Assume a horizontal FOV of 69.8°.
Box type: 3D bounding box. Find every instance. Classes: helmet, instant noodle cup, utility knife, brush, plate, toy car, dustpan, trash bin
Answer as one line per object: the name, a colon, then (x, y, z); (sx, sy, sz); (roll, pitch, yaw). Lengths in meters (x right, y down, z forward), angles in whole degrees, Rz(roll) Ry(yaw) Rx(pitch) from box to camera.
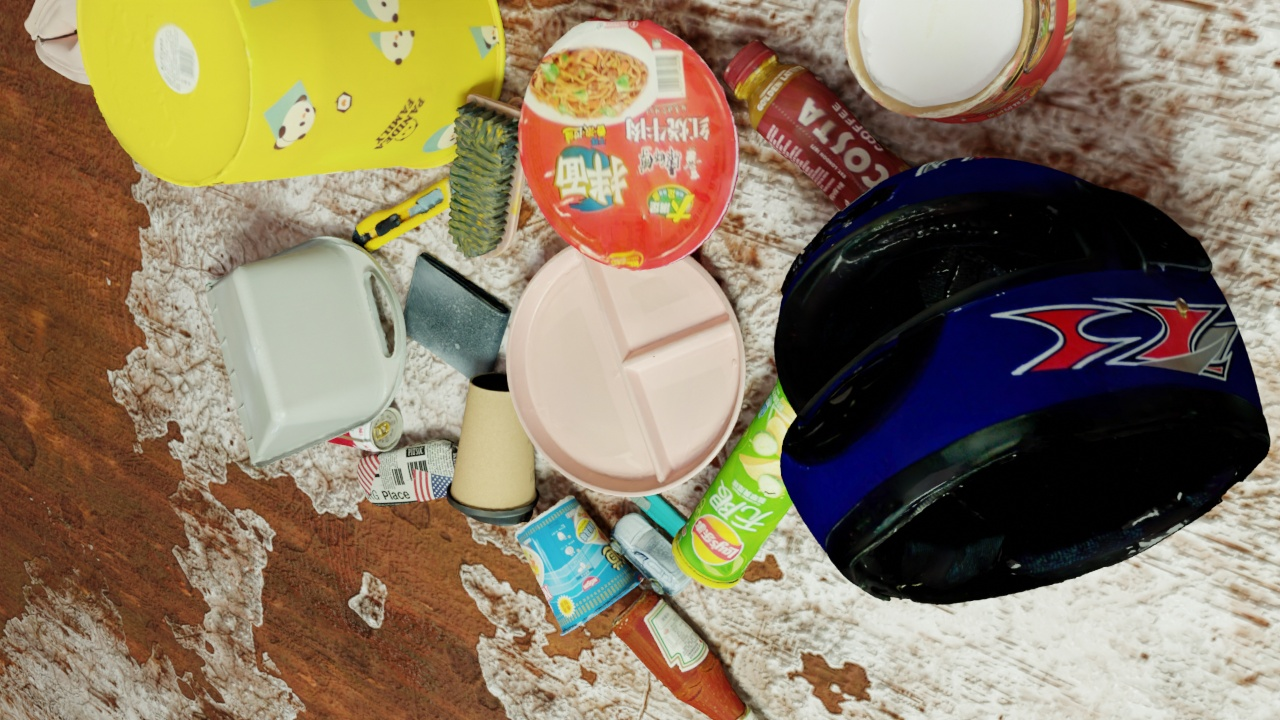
helmet: (0.196, -0.002, 0.548); (0.248, 0.314, 0.240); (-49, 48, 35)
instant noodle cup: (-0.001, -0.173, 0.734); (0.194, 0.065, 0.194); (12, 116, 26)
utility knife: (-0.231, -0.146, 0.906); (0.172, 0.015, 0.033); (-20, 102, 34)
instant noodle cup: (0.194, -0.212, 0.580); (0.138, 0.108, 0.138); (12, 115, 26)
utility knife: (0.000, 0.131, 0.886); (0.218, 0.013, 0.029); (42, 125, 9)
brush: (-0.129, -0.157, 0.810); (0.063, 0.072, 0.146); (22, 124, 15)
plate: (-0.015, 0.004, 0.804); (0.230, 0.028, 0.229); (2, 96, 24)
toy car: (0.012, 0.184, 0.878); (0.090, 0.042, 0.034); (43, 151, 10)
dustpan: (-0.358, -0.016, 0.993); (0.258, 0.142, 0.222); (-19, 86, 59)
trash bin: (-0.277, -0.253, 0.745); (0.230, 0.254, 0.230); (11, 114, 26)
instant noodle cup: (-0.066, 0.198, 0.910); (0.099, 0.099, 0.110); (-41, 79, 35)

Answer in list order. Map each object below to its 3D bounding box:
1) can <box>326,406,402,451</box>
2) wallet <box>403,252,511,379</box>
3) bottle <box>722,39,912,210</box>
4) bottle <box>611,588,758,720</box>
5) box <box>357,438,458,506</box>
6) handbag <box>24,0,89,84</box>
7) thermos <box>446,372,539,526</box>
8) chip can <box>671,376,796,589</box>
can: (-0.333, 0.068, 1.027); (0.133, 0.053, 0.053); (7, 112, 28)
wallet: (-0.189, -0.040, 0.925); (0.121, 0.019, 0.097); (34, 123, 16)
bottle: (0.133, -0.159, 0.666); (0.175, 0.057, 0.058); (46, 124, 6)
bottle: (0.059, 0.316, 0.901); (0.206, 0.059, 0.060); (46, 124, 6)
box: (-0.251, 0.125, 1.016); (0.165, 0.051, 0.068); (-10, 114, 34)
handbag: (-0.493, -0.319, 0.894); (0.234, 0.192, 0.093); (12, 113, 36)
thermos: (-0.143, 0.089, 0.912); (0.093, 0.092, 0.143); (15, 107, 24)
chip can: (0.103, 0.100, 0.779); (0.072, 0.072, 0.222); (36, 123, 13)
